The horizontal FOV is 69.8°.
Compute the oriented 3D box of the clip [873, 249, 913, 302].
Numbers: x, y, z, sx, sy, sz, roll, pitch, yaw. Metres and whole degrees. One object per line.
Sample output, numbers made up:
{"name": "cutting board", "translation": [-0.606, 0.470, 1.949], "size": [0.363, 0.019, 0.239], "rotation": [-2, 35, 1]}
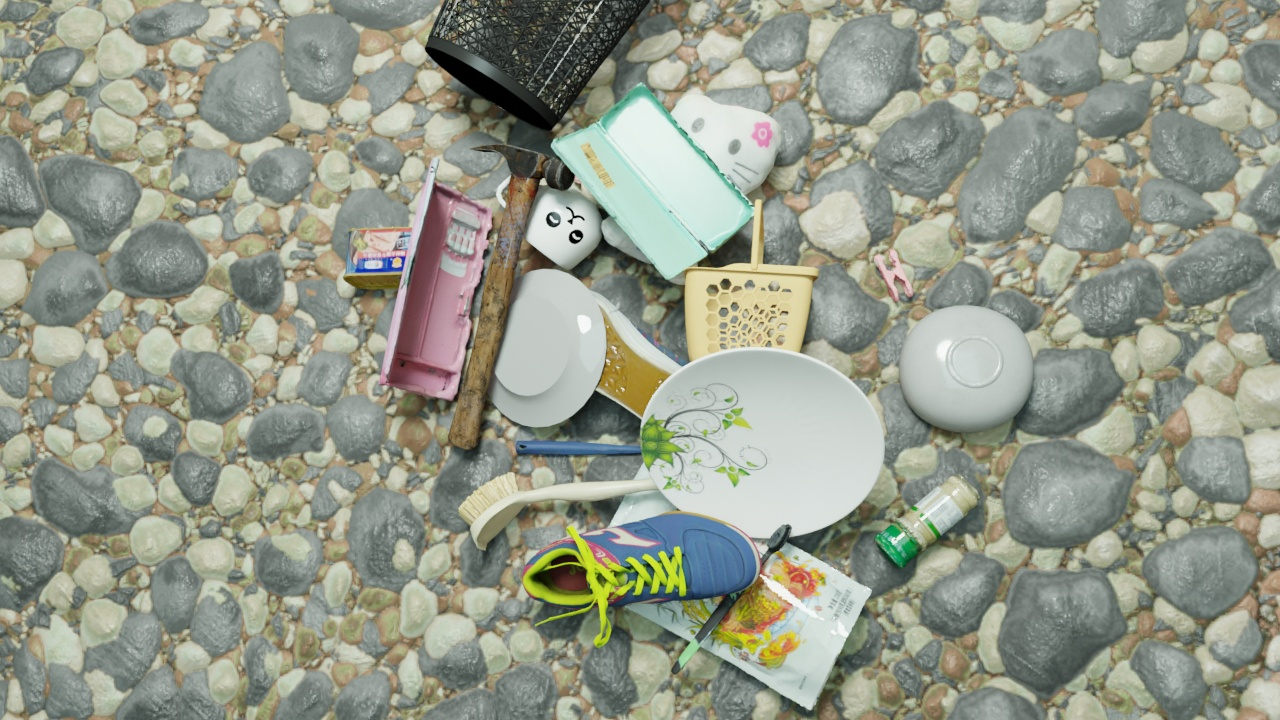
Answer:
{"name": "clip", "translation": [0.279, -0.094, 0.986], "size": [0.041, 0.023, 0.059], "rotation": [-29, 75, 5]}

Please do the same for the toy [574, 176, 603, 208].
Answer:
{"name": "toy", "translation": [-0.028, -0.209, 1.040], "size": [0.112, 0.050, 0.087], "rotation": [42, 88, 18]}

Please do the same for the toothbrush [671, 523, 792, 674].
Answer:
{"name": "toothbrush", "translation": [0.089, 0.235, 0.907], "size": [0.014, 0.017, 0.188], "rotation": [38, 90, 34]}

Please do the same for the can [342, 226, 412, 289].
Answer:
{"name": "can", "translation": [-0.288, -0.117, 1.055], "size": [0.100, 0.054, 0.059], "rotation": [0, 77, 8]}

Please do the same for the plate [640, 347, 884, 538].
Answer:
{"name": "plate", "translation": [0.115, 0.077, 0.881], "size": [0.229, 0.030, 0.230], "rotation": [5, 124, 8]}

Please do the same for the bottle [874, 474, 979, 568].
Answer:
{"name": "bottle", "translation": [0.289, 0.161, 0.926], "size": [0.110, 0.043, 0.042], "rotation": [-39, 77, -2]}

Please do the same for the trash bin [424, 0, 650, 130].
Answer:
{"name": "trash bin", "translation": [-0.106, -0.404, 1.012], "size": [0.217, 0.217, 0.243], "rotation": [31, 91, 12]}

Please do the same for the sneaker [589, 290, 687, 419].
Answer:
{"name": "sneaker", "translation": [-0.006, 0.006, 0.985], "size": [0.235, 0.079, 0.087], "rotation": [39, 107, 30]}

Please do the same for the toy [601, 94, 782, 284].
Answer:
{"name": "toy", "translation": [0.062, -0.188, 1.003], "size": [0.138, 0.085, 0.209], "rotation": [32, 87, 10]}

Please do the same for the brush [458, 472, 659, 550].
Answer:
{"name": "brush", "translation": [-0.062, 0.143, 0.967], "size": [0.272, 0.062, 0.077], "rotation": [-12, 86, 8]}

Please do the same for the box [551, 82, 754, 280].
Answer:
{"name": "box", "translation": [0.014, -0.181, 0.942], "size": [0.138, 0.056, 0.187], "rotation": [-38, 83, -14]}

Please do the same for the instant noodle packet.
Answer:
{"name": "instant noodle packet", "translation": [0.084, 0.227, 0.939], "size": [0.269, 0.057, 0.146], "rotation": [26, 82, 17]}

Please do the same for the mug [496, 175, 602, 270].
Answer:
{"name": "mug", "translation": [-0.099, -0.162, 1.009], "size": [0.124, 0.090, 0.076], "rotation": [37, 95, -15]}

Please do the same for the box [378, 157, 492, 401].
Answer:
{"name": "box", "translation": [-0.234, -0.083, 0.986], "size": [0.075, 0.172, 0.233], "rotation": [8, 79, 14]}

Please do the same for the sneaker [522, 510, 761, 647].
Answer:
{"name": "sneaker", "translation": [-0.004, 0.212, 0.900], "size": [0.242, 0.091, 0.116], "rotation": [-10, 85, 23]}

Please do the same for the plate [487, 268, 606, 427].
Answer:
{"name": "plate", "translation": [-0.115, -0.014, 0.994], "size": [0.173, 0.019, 0.172], "rotation": [-3, 84, 31]}

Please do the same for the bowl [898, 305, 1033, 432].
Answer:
{"name": "bowl", "translation": [0.334, 0.006, 0.936], "size": [0.132, 0.064, 0.131], "rotation": [-2, 79, 8]}

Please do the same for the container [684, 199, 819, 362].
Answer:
{"name": "container", "translation": [0.110, -0.068, 0.923], "size": [0.129, 0.183, 0.167], "rotation": [4, 88, 9]}

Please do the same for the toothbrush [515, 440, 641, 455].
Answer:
{"name": "toothbrush", "translation": [-0.044, 0.096, 0.998], "size": [0.190, 0.017, 0.016], "rotation": [1, 79, 8]}

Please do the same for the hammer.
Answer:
{"name": "hammer", "translation": [-0.163, -0.066, 0.987], "size": [0.120, 0.033, 0.330], "rotation": [20, 101, 25]}
